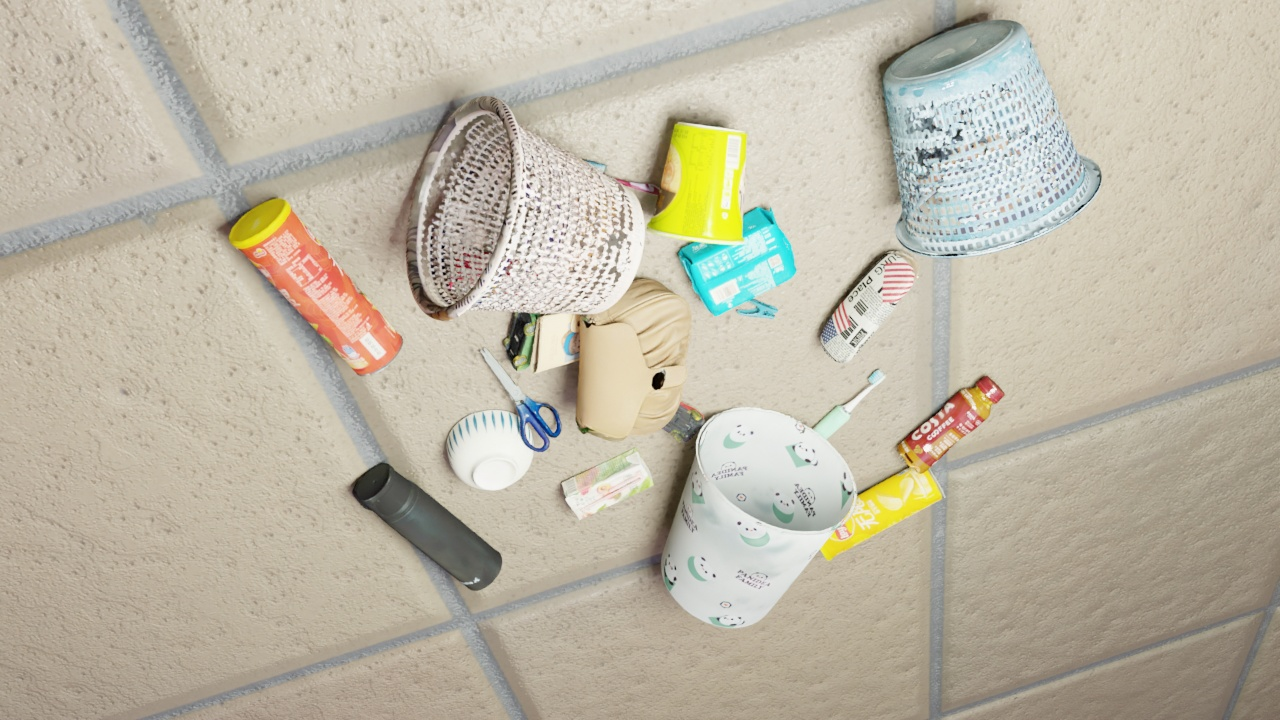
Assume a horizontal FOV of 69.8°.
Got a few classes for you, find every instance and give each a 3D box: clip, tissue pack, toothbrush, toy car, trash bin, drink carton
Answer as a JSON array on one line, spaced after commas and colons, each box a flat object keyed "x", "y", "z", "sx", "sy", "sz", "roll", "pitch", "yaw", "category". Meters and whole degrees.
[{"x": 0.155, "y": -0.067, "z": 1.207, "sx": 0.056, "sy": 0.014, "sz": 0.039, "roll": 13, "pitch": 123, "yaw": -23, "category": "clip"}, {"x": 0.123, "y": -0.123, "z": 1.131, "sx": 0.133, "sy": 0.050, "sz": 0.093, "roll": -26, "pitch": 127, "yaw": 4, "category": "tissue pack"}, {"x": 0.017, "y": -0.201, "z": 1.064, "sx": 0.187, "sy": 0.016, "sz": 0.017, "roll": 12, "pitch": 113, "yaw": -23, "category": "toothbrush"}, {"x": 0.037, "y": 0.070, "z": 1.267, "sx": 0.106, "sy": 0.031, "sz": 0.049, "roll": 31, "pitch": 111, "yaw": -19, "category": "toy car"}, {"x": -0.142, "y": -0.029, "z": 1.132, "sx": 0.036, "sy": 0.043, "sz": 0.091, "roll": -8, "pitch": 138, "yaw": -29, "category": "toy car"}, {"x": -0.111, "y": -0.138, "z": 0.966, "sx": 0.191, "sy": 0.227, "sz": 0.228, "roll": 11, "pitch": 124, "yaw": -38, "category": "trash bin"}, {"x": 0.151, "y": 0.235, "z": 1.316, "sx": 0.229, "sy": 0.229, "sz": 0.253, "roll": 4, "pitch": 131, "yaw": -19, "category": "trash bin"}, {"x": -0.047, "y": 0.178, "z": 1.317, "sx": 0.122, "sy": 0.045, "sz": 0.053, "roll": -25, "pitch": 128, "yaw": 3, "category": "drink carton"}, {"x": 0.279, "y": 0.096, "z": 1.358, "sx": 0.027, "sy": 0.026, "sz": 0.225, "roll": 46, "pitch": 110, "yaw": 6, "category": "toothbrush"}, {"x": 0.368, "y": -0.254, "z": 1.014, "sx": 0.226, "sy": 0.226, "sz": 0.195, "roll": -26, "pitch": 116, "yaw": 4, "category": "trash bin"}]

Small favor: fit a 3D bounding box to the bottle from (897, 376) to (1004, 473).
[{"x": 0.472, "y": 0.096, "z": 1.393, "sx": 0.057, "sy": 0.057, "sz": 0.175, "roll": 30, "pitch": 114, "yaw": -32, "category": "bottle"}]

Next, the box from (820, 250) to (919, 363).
[{"x": 0.302, "y": -0.066, "z": 1.203, "sx": 0.076, "sy": 0.087, "sz": 0.163, "roll": 30, "pitch": 117, "yaw": -13, "category": "box"}]

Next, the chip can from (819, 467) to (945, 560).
[{"x": 0.375, "y": 0.240, "z": 1.467, "sx": 0.213, "sy": 0.072, "sz": 0.072, "roll": -30, "pitch": 129, "yaw": 8, "category": "chip can"}]

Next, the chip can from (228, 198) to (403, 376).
[{"x": -0.353, "y": -0.077, "z": 1.018, "sx": 0.073, "sy": 0.073, "sz": 0.217, "roll": -28, "pitch": 129, "yaw": 6, "category": "chip can"}]

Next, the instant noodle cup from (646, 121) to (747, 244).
[{"x": 0.070, "y": -0.199, "z": 1.018, "sx": 0.111, "sy": 0.111, "sz": 0.123, "roll": 3, "pitch": 105, "yaw": -18, "category": "instant noodle cup"}]

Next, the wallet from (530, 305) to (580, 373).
[{"x": -0.082, "y": -0.034, "z": 1.133, "sx": 0.115, "sy": 0.024, "sz": 0.087, "roll": -16, "pitch": 133, "yaw": -37, "category": "wallet"}]

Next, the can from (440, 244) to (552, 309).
[{"x": -0.161, "y": -0.095, "z": 1.069, "sx": 0.132, "sy": 0.053, "sz": 0.053, "roll": 11, "pitch": 123, "yaw": -23, "category": "can"}]

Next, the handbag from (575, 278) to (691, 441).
[{"x": -0.007, "y": 0.007, "z": 1.143, "sx": 0.147, "sy": 0.100, "sz": 0.205, "roll": -17, "pitch": 127, "yaw": -31, "category": "handbag"}]

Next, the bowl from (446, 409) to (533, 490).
[{"x": -0.198, "y": 0.130, "z": 1.224, "sx": 0.116, "sy": 0.066, "sz": 0.117, "roll": -8, "pitch": 129, "yaw": -10, "category": "bowl"}]

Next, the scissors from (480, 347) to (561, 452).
[{"x": -0.152, "y": 0.041, "z": 1.198, "sx": 0.107, "sy": 0.012, "sz": 0.175, "roll": -26, "pitch": 110, "yaw": -41, "category": "scissors"}]

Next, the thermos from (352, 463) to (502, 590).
[{"x": -0.300, "y": 0.234, "z": 1.285, "sx": 0.090, "sy": 0.068, "sz": 0.242, "roll": -10, "pitch": 135, "yaw": 34, "category": "thermos"}]
